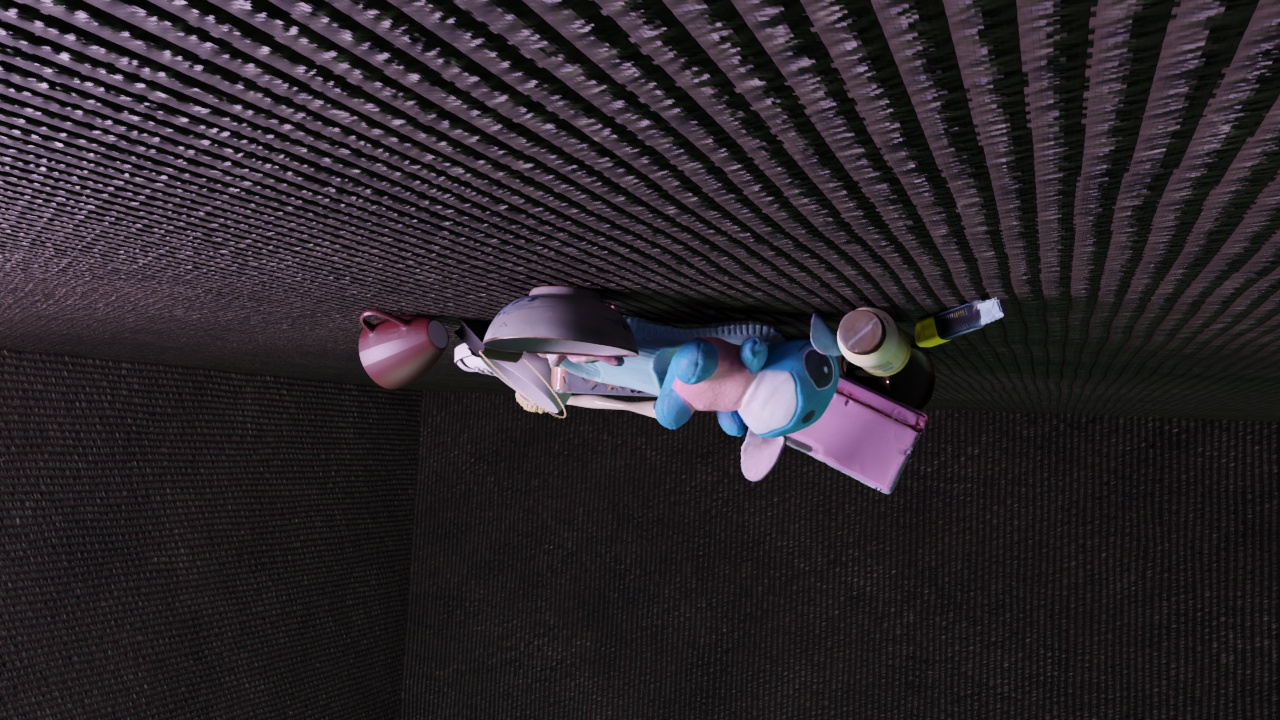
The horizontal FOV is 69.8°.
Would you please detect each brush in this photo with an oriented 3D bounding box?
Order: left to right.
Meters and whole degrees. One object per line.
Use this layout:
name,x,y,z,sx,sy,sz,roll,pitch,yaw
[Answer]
brush,-0.078,0.059,1.382,0.273,0.062,0.077,8,156,30

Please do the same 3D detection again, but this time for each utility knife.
utility knife,0.287,-0.034,0.830,0.020,0.028,0.198,-1,176,0

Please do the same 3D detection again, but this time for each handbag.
handbag,-0.150,0.014,1.108,0.178,0.027,0.084,43,-163,28

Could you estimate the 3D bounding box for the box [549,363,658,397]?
box,-0.007,0.007,1.164,0.216,0.063,0.157,2,-150,-9

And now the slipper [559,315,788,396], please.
slipper,0.029,0.002,1.021,0.276,0.069,0.116,0,146,5

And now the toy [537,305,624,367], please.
toy,-0.065,-0.024,0.962,0.102,0.065,0.050,0,175,14

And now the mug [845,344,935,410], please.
mug,0.306,0.022,1.169,0.111,0.085,0.081,8,175,-31

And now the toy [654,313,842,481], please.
toy,0.111,0.035,0.962,0.191,0.098,0.225,4,137,-15

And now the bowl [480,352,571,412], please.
bowl,-0.146,0.007,1.244,0.132,0.064,0.132,33,166,9

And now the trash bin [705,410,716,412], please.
trash bin,0.128,0.037,1.439,0.160,0.093,0.092,8,164,-36

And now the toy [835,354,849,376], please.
toy,0.320,0.037,1.276,0.176,0.132,0.076,-15,137,23

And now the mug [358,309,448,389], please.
mug,-0.286,-0.026,1.108,0.089,0.086,0.114,-19,134,27

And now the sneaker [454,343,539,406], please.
sneaker,-0.166,0.019,1.362,0.246,0.097,0.091,1,175,23

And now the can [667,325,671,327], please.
can,-0.011,-0.021,1.097,0.107,0.044,0.044,2,175,15

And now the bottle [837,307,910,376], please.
bottle,0.225,-0.019,0.887,0.057,0.056,0.162,1,175,22

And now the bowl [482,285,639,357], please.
bowl,-0.072,-0.037,0.859,0.151,0.056,0.151,3,176,0

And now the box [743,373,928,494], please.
box,0.222,0.076,1.142,0.233,0.115,0.099,27,164,13
